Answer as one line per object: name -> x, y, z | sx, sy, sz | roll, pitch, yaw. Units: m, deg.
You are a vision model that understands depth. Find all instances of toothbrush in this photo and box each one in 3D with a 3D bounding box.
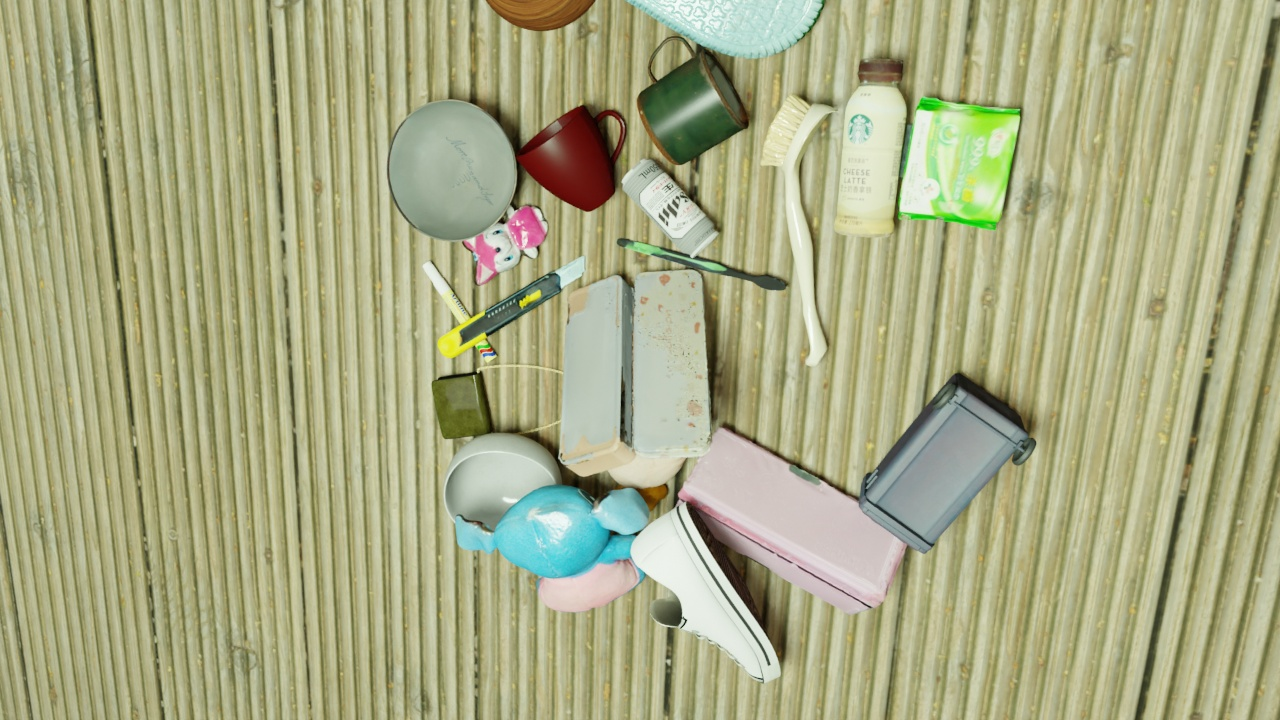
toothbrush -> 0.063, -0.102, 0.962 | 0.188, 0.017, 0.014 | 17, 103, 15

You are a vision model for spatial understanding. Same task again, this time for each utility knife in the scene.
utility knife -> -0.141, -0.060, 1.019 | 0.198, 0.020, 0.029 | -31, 95, 12

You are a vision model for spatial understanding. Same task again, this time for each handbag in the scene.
handbag -> -0.148, 0.045, 1.054 | 0.178, 0.027, 0.084 | -7, 101, 12

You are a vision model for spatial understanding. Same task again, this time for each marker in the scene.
marker -> -0.207, -0.056, 1.047 | 0.014, 0.014, 0.132 | -33, 92, 20

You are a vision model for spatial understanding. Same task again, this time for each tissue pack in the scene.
tissue pack -> 0.296, -0.185, 0.862 | 0.099, 0.034, 0.114 | 9, 107, 12

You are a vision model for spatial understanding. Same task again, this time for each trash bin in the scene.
trash bin -> 0.292, 0.102, 0.901 | 0.094, 0.092, 0.161 | 36, 111, 5

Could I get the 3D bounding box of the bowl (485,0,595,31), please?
bowl -> -0.110, -0.406, 0.904 | 0.147, 0.068, 0.147 | 4, 104, 15

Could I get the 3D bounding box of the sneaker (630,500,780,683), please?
sneaker -> 0.064, 0.262, 0.965 | 0.097, 0.091, 0.245 | -29, 121, 6

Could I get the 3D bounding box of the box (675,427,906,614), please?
box -> 0.154, 0.181, 0.990 | 0.232, 0.098, 0.115 | 27, 151, 7

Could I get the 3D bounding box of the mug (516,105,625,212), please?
mug -> -0.056, -0.208, 0.942 | 0.114, 0.087, 0.088 | -42, 112, -10

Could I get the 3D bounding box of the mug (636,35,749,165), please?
mug -> 0.042, -0.254, 0.887 | 0.081, 0.084, 0.111 | -27, 110, 22

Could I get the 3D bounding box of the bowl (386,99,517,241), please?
bowl -> -0.193, -0.202, 0.984 | 0.151, 0.056, 0.151 | 3, 102, 16

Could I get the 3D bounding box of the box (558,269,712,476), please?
box -> -0.006, 0.006, 0.921 | 0.157, 0.216, 0.063 | -6, 146, 9

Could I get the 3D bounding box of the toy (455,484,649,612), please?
toy -> -0.089, 0.208, 1.001 | 0.224, 0.098, 0.191 | -11, 134, 13

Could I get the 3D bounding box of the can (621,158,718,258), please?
can -> 0.030, -0.156, 0.939 | 0.106, 0.044, 0.044 | 47, 110, 1

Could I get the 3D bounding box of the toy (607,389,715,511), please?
toy -> 0.008, 0.094, 0.993 | 0.132, 0.076, 0.176 | 6, 120, -15

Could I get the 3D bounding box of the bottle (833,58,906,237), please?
bottle -> 0.219, -0.200, 0.867 | 0.056, 0.056, 0.162 | 6, 105, 14

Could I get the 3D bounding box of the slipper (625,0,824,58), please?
slipper -> 0.040, -0.375, 0.870 | 0.276, 0.069, 0.116 | 23, 113, -5

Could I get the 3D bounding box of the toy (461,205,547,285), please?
toy -> -0.151, -0.130, 0.998 | 0.102, 0.050, 0.065 | -27, 90, 15

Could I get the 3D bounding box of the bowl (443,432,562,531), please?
bowl -> -0.154, 0.137, 1.045 | 0.132, 0.064, 0.132 | 0, 120, 0

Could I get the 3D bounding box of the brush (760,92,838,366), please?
brush -> 0.162, -0.124, 0.908 | 0.077, 0.061, 0.272 | 4, 109, 32
